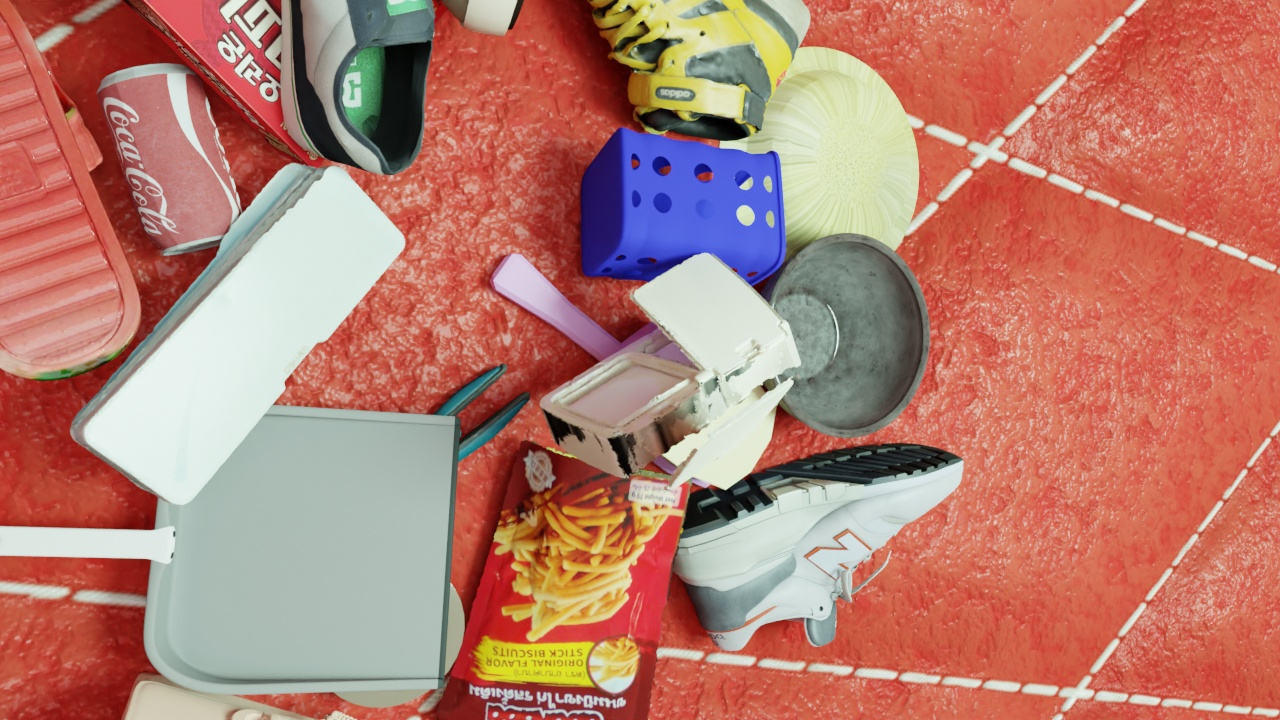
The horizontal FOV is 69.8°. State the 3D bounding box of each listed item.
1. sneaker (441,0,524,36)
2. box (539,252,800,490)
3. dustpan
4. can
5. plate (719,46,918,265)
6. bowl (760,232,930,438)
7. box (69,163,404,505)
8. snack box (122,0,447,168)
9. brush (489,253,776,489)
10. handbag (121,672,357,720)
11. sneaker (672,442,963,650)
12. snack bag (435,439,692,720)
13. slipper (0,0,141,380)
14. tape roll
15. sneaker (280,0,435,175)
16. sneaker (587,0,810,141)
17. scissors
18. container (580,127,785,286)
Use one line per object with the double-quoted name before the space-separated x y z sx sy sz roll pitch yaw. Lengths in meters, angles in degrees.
"sneaker" -0.136 -0.325 0.511 0.116 0.112 0.293 -10 86 -21
"box" 0.034 0.003 0.520 0.143 0.182 0.081 -32 116 -25
"dustpan" -0.239 0.106 0.527 0.257 0.033 0.163 4 81 -11
"can" -0.261 -0.111 0.513 0.054 0.054 0.096 -18 99 -22
"plate" 0.150 -0.149 0.698 0.184 0.036 0.184 -1 93 -23
"bowl" 0.136 -0.018 0.679 0.144 0.067 0.145 0 91 -25
"box" -0.214 -0.020 0.500 0.072 0.086 0.198 23 65 17
"snack box" -0.193 -0.205 0.499 0.132 0.036 0.152 -56 150 -12
"brush" -0.004 0.004 0.634 0.228 0.043 0.089 38 78 -20
"handbag" -0.230 0.288 0.509 0.198 0.117 0.187 26 82 -22
"sneaker" 0.133 0.143 0.683 0.239 0.089 0.124 -11 101 -14
"snack bag" -0.046 0.166 0.610 0.139 0.066 0.208 14 89 -2
"slipper" -0.339 -0.100 0.478 0.103 0.059 0.248 -30 90 -23
"tape roll" -0.161 0.168 0.580 0.093 0.030 0.093 -1 93 -23
"sneaker" -0.139 -0.208 0.461 0.084 0.079 0.236 -30 137 -43
"sneaker" 0.000 -0.228 0.601 0.238 0.086 0.122 23 79 -26
"scissors" -0.138 0.052 0.593 0.130 0.019 0.135 5 83 -15
"container" 0.025 -0.096 0.615 0.113 0.085 0.084 5 74 -22
